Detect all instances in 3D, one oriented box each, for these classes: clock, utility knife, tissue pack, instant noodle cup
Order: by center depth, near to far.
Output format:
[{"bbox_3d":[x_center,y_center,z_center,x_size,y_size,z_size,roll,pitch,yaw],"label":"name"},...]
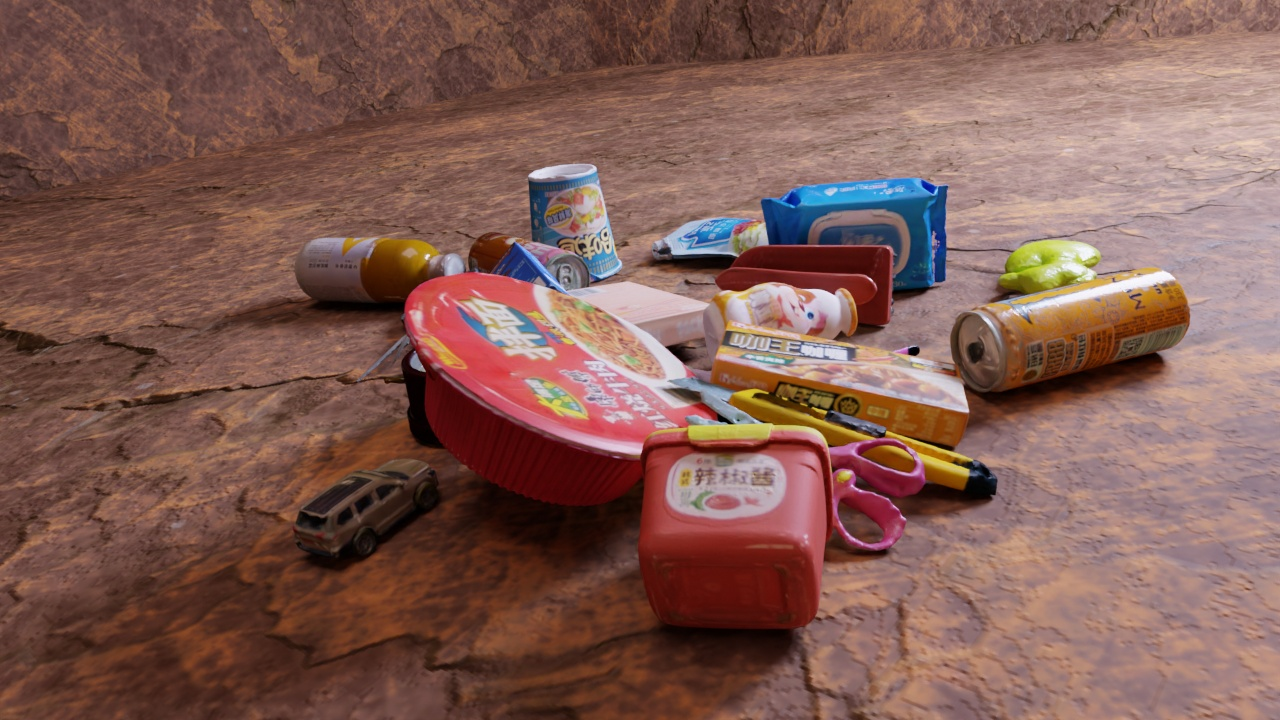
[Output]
[{"bbox_3d":[0.106,0.037,0.523,0.193,0.015,0.033,18,21,17],"label":"utility knife"},{"bbox_3d":[-0.053,0.022,0.542,0.194,0.066,0.193,20,23,-9],"label":"instant noodle cup"},{"bbox_3d":[-0.117,0.021,0.644,0.122,0.055,0.081,12,29,36],"label":"clock"},{"bbox_3d":[0.186,-0.106,0.802,0.157,0.095,0.052,-1,29,15],"label":"tissue pack"},{"bbox_3d":[-0.073,-0.144,0.955,0.099,0.110,0.099,-6,22,2],"label":"instant noodle cup"}]

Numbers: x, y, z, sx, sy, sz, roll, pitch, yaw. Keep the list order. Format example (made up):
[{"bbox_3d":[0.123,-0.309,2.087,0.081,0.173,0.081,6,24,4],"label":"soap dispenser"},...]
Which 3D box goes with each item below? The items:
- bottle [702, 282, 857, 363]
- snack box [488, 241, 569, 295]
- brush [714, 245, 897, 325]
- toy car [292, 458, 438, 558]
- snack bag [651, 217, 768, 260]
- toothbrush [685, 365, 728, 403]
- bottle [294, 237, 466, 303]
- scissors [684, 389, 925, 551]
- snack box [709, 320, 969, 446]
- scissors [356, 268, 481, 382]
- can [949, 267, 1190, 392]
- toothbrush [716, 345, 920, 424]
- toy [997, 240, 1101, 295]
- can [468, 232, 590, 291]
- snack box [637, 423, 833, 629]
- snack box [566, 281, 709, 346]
[{"bbox_3d":[0.103,-0.027,0.677,0.108,0.063,0.063,-11,23,-7],"label":"bottle"},{"bbox_3d":[-0.109,-0.046,0.777,0.084,0.026,0.157,-51,27,4],"label":"snack box"},{"bbox_3d":[0.135,-0.065,0.760,0.146,0.063,0.069,7,13,34],"label":"brush"},{"bbox_3d":[-0.158,0.082,0.538,0.042,0.035,0.090,8,25,30],"label":"toy car"},{"bbox_3d":[0.106,-0.123,0.945,0.191,0.039,0.110,12,41,40],"label":"snack bag"},{"bbox_3d":[-0.004,0.004,0.697,0.189,0.021,0.029,11,61,40],"label":"toothbrush"},{"bbox_3d":[-0.268,-0.093,0.948,0.190,0.068,0.067,4,25,25],"label":"bottle"},{"bbox_3d":[0.090,0.044,0.497,0.137,0.017,0.077,33,60,24],"label":"scissors"},{"bbox_3d":[0.124,0.012,0.580,0.154,0.026,0.075,12,24,8],"label":"snack box"},{"bbox_3d":[-0.199,-0.036,0.827,0.170,0.014,0.160,-40,19,-18],"label":"scissors"},{"bbox_3d":[0.285,-0.021,0.610,0.146,0.058,0.058,-13,23,-12],"label":"can"},{"bbox_3d":[0.120,0.018,0.632,0.188,0.014,0.018,-18,12,-25],"label":"toothbrush"},{"bbox_3d":[0.341,-0.078,0.767,0.097,0.031,0.100,-9,23,1],"label":"toy"},{"bbox_3d":[-0.112,-0.089,0.903,0.057,0.058,0.147,-22,27,-32],"label":"can"},{"bbox_3d":[0.044,0.080,0.430,0.091,0.082,0.080,-3,36,13],"label":"snack box"},{"bbox_3d":[-0.011,-0.039,0.765,0.084,0.026,0.157,-12,18,-25],"label":"snack box"}]
